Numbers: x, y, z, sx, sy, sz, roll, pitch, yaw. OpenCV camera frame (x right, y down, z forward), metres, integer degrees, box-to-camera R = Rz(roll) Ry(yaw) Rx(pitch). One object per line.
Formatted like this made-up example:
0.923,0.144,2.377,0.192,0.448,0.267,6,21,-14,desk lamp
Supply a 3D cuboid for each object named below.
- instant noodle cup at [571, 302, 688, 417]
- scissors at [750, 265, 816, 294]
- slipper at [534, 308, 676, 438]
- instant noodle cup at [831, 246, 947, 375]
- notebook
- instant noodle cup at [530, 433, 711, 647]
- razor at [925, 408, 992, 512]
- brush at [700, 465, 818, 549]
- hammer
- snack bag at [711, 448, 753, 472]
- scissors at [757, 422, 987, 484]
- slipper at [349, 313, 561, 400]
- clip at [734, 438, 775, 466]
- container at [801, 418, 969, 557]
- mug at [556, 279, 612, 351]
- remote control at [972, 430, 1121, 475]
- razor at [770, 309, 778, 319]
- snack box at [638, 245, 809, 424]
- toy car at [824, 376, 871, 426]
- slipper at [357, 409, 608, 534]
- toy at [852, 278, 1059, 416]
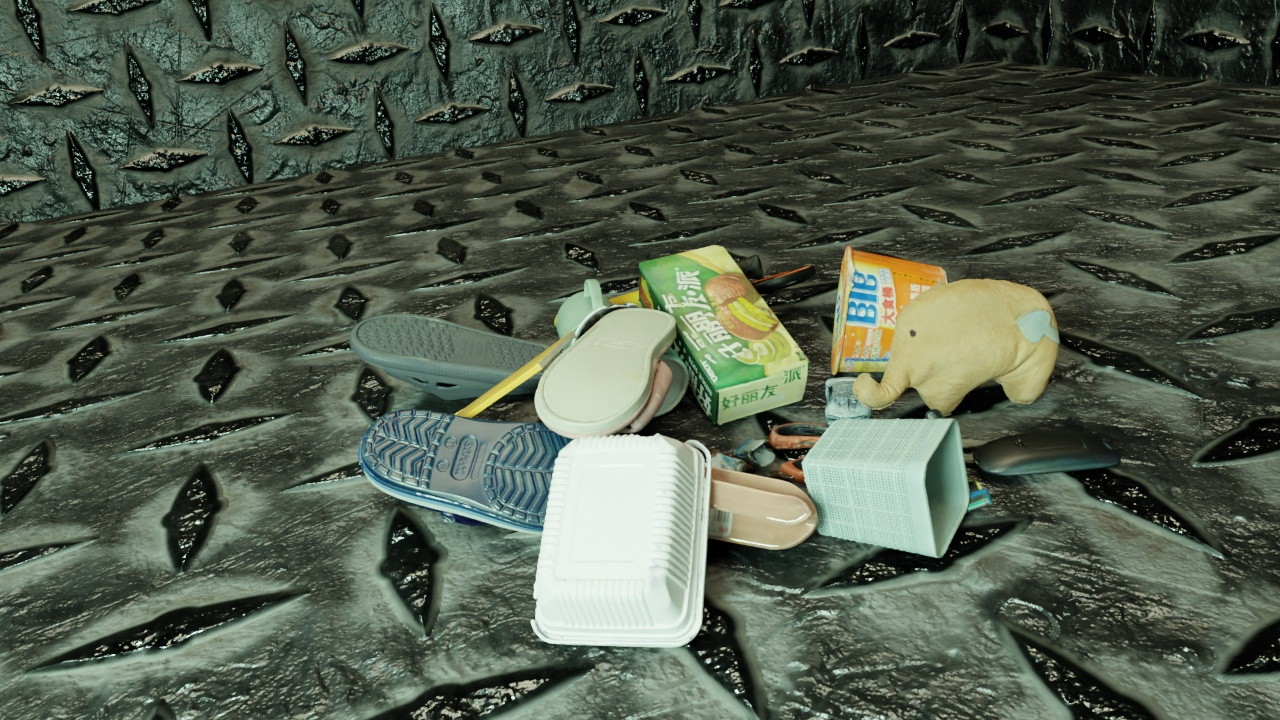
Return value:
-0.006,0.006,1.057,0.111,0.111,0.120,-17,35,-22,instant noodle cup
0.130,-0.086,1.223,0.234,0.022,0.125,-18,5,-15,scissors
-0.026,0.016,0.916,0.114,0.054,0.273,6,26,12,slipper
0.284,-0.052,1.056,0.111,0.151,0.151,6,26,8,instant noodle cup
-0.163,0.043,0.952,0.207,0.010,0.145,-34,6,15,notebook
-0.019,0.130,0.718,0.138,0.060,0.173,-3,54,15,instant noodle cup
0.287,0.093,0.849,0.043,0.022,0.142,-25,31,17,razor
0.077,0.124,0.779,0.146,0.073,0.063,8,70,19,brush
0.020,-0.089,1.258,0.301,0.033,0.128,-15,22,16,hammer
0.072,0.115,0.871,0.048,0.026,0.103,20,34,21,snack bag
0.223,0.092,0.898,0.213,0.015,0.197,-20,27,-29,scissors
-0.226,0.013,1.133,0.268,0.083,0.110,10,29,-7,slipper
0.115,0.090,0.911,0.024,0.028,0.057,-38,11,-15,clip
0.206,0.103,0.777,0.112,0.090,0.089,1,27,37,container
-0.059,-0.043,1.155,0.082,0.112,0.106,-2,24,-12,mug
0.378,0.083,0.852,0.136,0.024,0.053,-4,28,-6,remote control
0.141,-0.055,1.214,0.068,0.062,0.167,-36,17,8,razor
0.090,-0.037,1.074,0.114,0.063,0.240,-14,45,-15,snack box
0.224,0.042,0.990,0.049,0.031,0.105,0,23,11,toy car
-0.134,0.113,0.856,0.252,0.095,0.105,10,61,-6,slipper
0.321,-0.014,0.952,0.226,0.143,0.082,-9,-2,-5,toy
